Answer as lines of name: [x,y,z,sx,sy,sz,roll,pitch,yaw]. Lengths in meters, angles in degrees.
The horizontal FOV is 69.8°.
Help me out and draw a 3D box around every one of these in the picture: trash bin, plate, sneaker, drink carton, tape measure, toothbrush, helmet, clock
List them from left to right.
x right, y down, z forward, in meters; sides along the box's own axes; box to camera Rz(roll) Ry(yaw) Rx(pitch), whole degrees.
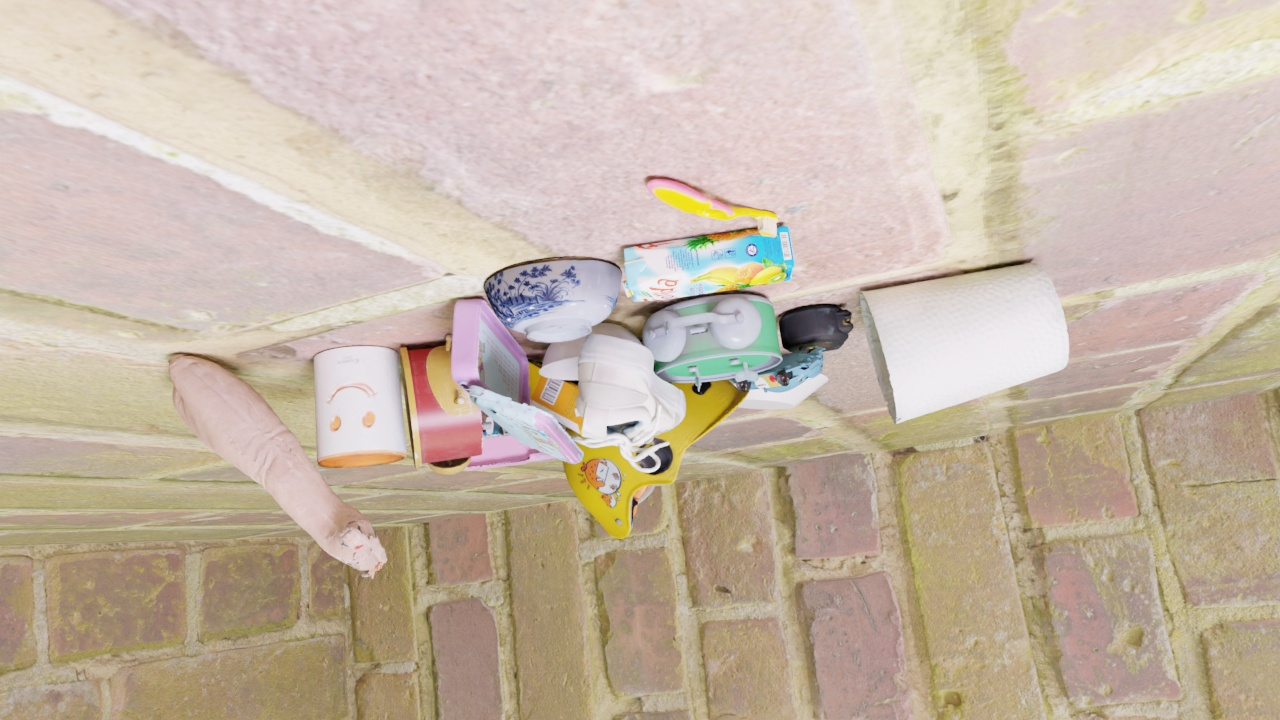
clock: [-0.188,0.050,0.907,0.081,0.117,0.159,-7,149,-16]
drink carton: [-0.082,0.039,0.969,0.122,0.041,0.058,25,-176,28]
sneaker: [-0.015,0.051,0.846,0.089,0.090,0.242,12,169,12]
helmet: [-0.001,0.076,1.081,0.240,0.139,0.208,-49,179,17]
drink carton: [0.049,-0.072,0.689,0.129,0.038,0.044,-8,168,4]
clock: [0.065,-0.018,0.858,0.122,0.075,0.161,-10,168,16]
toothbrush: [0.052,-0.101,0.611,0.021,0.016,0.135,-12,168,42]
plate: [0.151,0.038,1.175,0.174,0.036,0.174,4,170,1]
tape measure: [0.180,-0.031,0.947,0.072,0.042,0.071,-4,171,-2]
trash bin: [0.306,-0.022,0.876,0.161,0.133,0.133,-14,167,9]

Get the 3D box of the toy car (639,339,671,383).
toy car: [-0.006,0.006,0.988,0.100,0.048,0.051,-9,168,10]

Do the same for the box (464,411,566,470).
box: [-0.131,0.086,1.197,0.230,0.084,0.091,-7,169,1]

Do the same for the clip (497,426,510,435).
clip: [-0.115,0.050,1.065,0.090,0.027,0.162,-11,-169,10]

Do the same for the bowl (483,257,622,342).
bowl: [-0.068,-0.043,0.739,0.114,0.045,0.114,-7,168,-2]

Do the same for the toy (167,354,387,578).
toy: [-0.336,0.099,0.859,0.065,0.264,0.196,-46,-174,-19]

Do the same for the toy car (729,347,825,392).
toy car: [0.141,0.015,0.927,0.060,0.027,0.108,-32,-169,-35]

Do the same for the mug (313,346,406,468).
mug: [-0.272,0.046,0.887,0.082,0.105,0.082,-7,168,-2]

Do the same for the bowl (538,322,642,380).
bowl: [-0.046,-0.013,0.898,0.110,0.040,0.110,-6,167,-1]

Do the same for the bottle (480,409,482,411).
bottle: [-0.209,0.052,1.107,0.036,0.036,0.110,0,166,-31]

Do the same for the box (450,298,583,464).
box: [-0.114,0.033,0.832,0.062,0.140,0.214,-34,165,-5]
